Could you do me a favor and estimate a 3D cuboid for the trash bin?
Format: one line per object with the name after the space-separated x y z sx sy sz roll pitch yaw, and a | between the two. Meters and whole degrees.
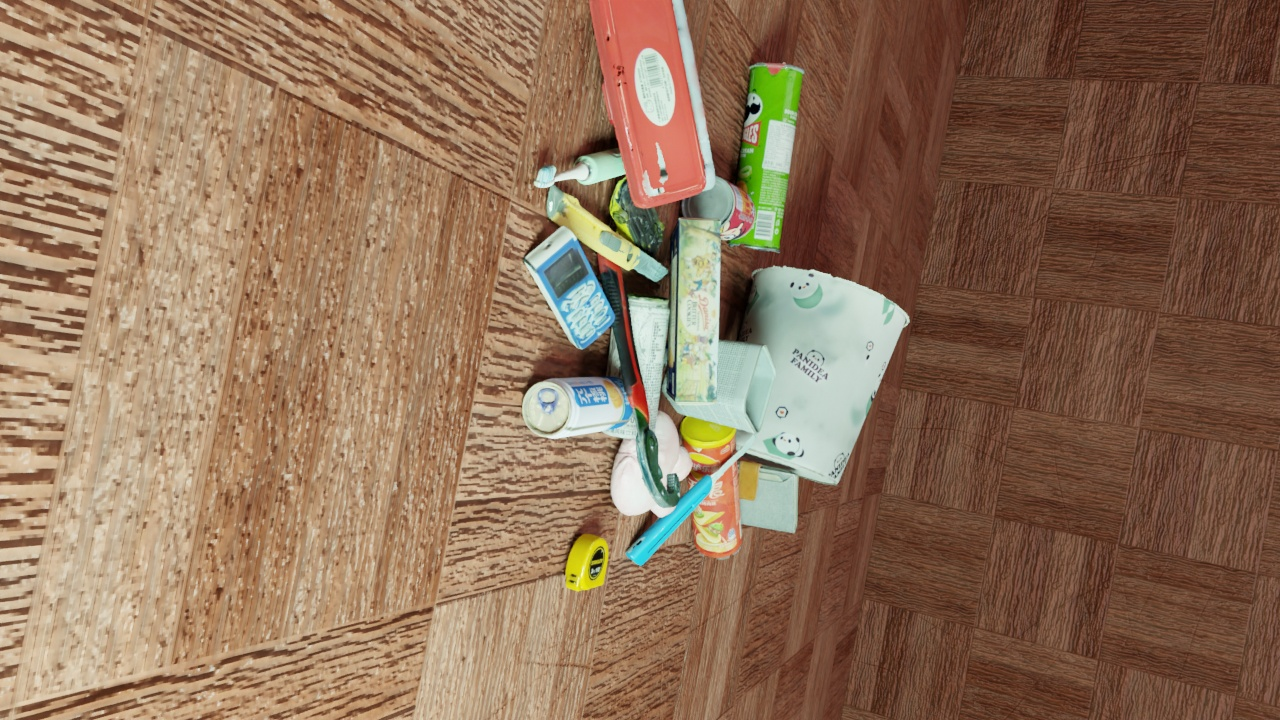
0.227 0.027 1.290 0.229 0.230 0.251 34 74 -64 | trash bin

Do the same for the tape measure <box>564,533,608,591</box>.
-0.057 0.208 0.948 0.060 0.029 0.057 11 90 -66 | tape measure

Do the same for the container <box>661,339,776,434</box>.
0.094 0.026 1.109 0.090 0.111 0.090 55 50 -59 | container

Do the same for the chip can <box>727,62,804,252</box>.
0.163 -0.262 1.198 0.072 0.072 0.236 -10 108 -65 | chip can

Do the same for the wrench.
-0.006 0.012 0.891 0.056 0.016 0.273 -16 92 -63 | wrench

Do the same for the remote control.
-0.062 -0.062 0.823 0.049 0.024 0.125 -43 143 -14 | remote control

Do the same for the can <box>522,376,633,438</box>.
-0.055 0.042 0.856 0.134 0.053 0.053 -1 100 -66 | can

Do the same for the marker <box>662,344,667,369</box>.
0.012 0.015 1.041 0.145 0.017 0.017 -49 142 -49 | marker

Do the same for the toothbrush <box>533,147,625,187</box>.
-0.036 -0.179 0.845 0.223 0.026 0.027 -34 151 -58 | toothbrush

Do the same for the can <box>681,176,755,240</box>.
0.095 -0.178 1.087 0.093 0.067 0.066 0 99 -66 | can

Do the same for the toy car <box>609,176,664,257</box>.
-0.007 -0.140 0.915 0.048 0.032 0.105 -61 150 -24 | toy car

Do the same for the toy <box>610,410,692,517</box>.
0.014 0.124 1.040 0.121 0.054 0.159 -65 151 -15 | toy

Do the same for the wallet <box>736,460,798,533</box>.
0.154 0.188 1.283 0.036 0.130 0.107 -52 143 -54 | wallet

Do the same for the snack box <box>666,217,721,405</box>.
0.053 -0.049 0.963 0.178 0.046 0.182 -117 -151 -88 | snack box

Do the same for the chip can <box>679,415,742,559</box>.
0.098 0.167 1.223 0.073 0.073 0.217 -54 145 -44 | chip can

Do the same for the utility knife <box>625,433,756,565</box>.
0.068 0.166 1.126 0.233 0.018 0.034 -42 140 -24 | utility knife

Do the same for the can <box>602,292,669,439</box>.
-0.006 0.006 0.946 0.058 0.058 0.147 -10 109 -65 | can

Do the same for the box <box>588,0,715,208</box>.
0.010 -0.252 0.869 0.110 0.100 0.201 -19 107 -18 | box

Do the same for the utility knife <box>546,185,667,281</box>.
-0.029 -0.113 0.868 0.031 0.021 0.201 -62 149 1 | utility knife
